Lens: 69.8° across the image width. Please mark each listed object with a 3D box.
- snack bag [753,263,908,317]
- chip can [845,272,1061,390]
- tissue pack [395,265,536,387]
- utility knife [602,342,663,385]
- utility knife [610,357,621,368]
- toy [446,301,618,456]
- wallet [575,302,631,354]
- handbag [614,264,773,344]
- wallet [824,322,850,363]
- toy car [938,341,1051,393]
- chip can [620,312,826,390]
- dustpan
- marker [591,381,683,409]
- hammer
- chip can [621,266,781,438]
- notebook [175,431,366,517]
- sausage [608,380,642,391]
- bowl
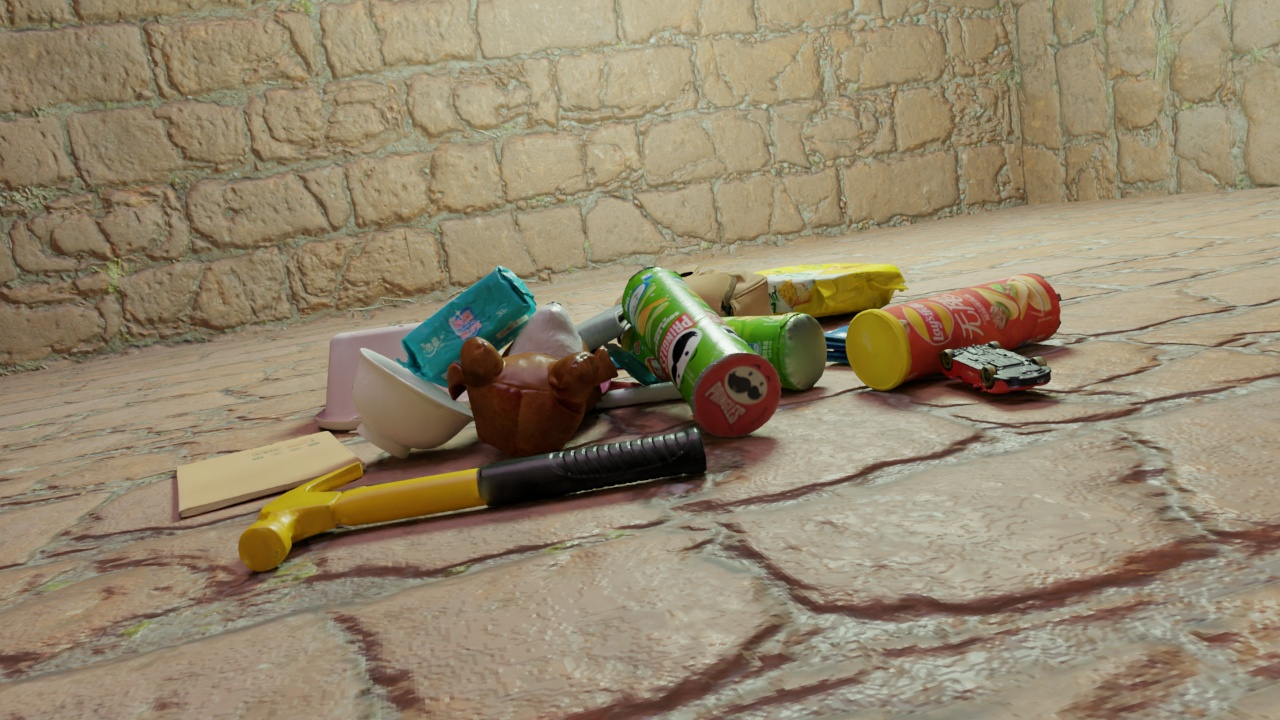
[{"bbox_3d":[0.240,-0.096,1.307,0.157,0.068,0.247,-13,10,-29],"label":"snack bag"},{"bbox_3d":[0.288,-0.030,0.836,0.216,0.073,0.073,-14,11,-30],"label":"chip can"},{"bbox_3d":[-0.157,-0.027,0.843,0.133,0.050,0.093,-37,-6,-4],"label":"tissue pack"},{"bbox_3d":[-0.005,0.005,0.864,0.029,0.013,0.176,8,-11,16],"label":"utility knife"},{"bbox_3d":[-0.009,-0.001,1.115,0.219,0.018,0.034,-7,10,18],"label":"utility knife"},{"bbox_3d":[-0.089,0.012,0.804,0.140,0.130,0.199,10,1,5],"label":"toy"},{"bbox_3d":[-0.064,-0.016,0.948,0.130,0.037,0.106,-26,5,16],"label":"wallet"},{"bbox_3d":[0.065,-0.070,1.204,0.205,0.100,0.147,-8,12,25],"label":"handbag"},{"bbox_3d":[0.262,-0.024,0.942,0.132,0.040,0.106,-14,15,-35],"label":"wallet"},{"bbox_3d":[0.281,0.009,0.729,0.049,0.031,0.106,-11,12,-9],"label":"toy car"},{"bbox_3d":[0.079,-0.009,0.905,0.072,0.072,0.222,-17,12,-42],"label":"chip can"},{"bbox_3d":[-0.267,0.046,1.098,0.222,0.138,0.273,-9,-19,3],"label":"dustpan"},{"bbox_3d":[-0.012,0.036,0.886,0.131,0.018,0.022,-8,18,8],"label":"marker"},{"bbox_3d":[-0.105,0.085,0.623,0.301,0.033,0.128,-9,10,-1],"label":"hammer"},{"bbox_3d":[0.043,-0.015,0.795,0.072,0.072,0.236,-11,24,-12],"label":"chip can"},{"bbox_3d":[-0.344,0.098,0.840,0.147,0.008,0.208,-14,10,-26],"label":"notebook"},{"bbox_3d":[-0.062,0.029,0.934,0.156,0.020,0.020,1,12,25],"label":"sausage"},{"bbox_3d":[-0.210,0.047,0.806,0.118,0.064,0.118,31,-3,2],"label":"bowl"}]
